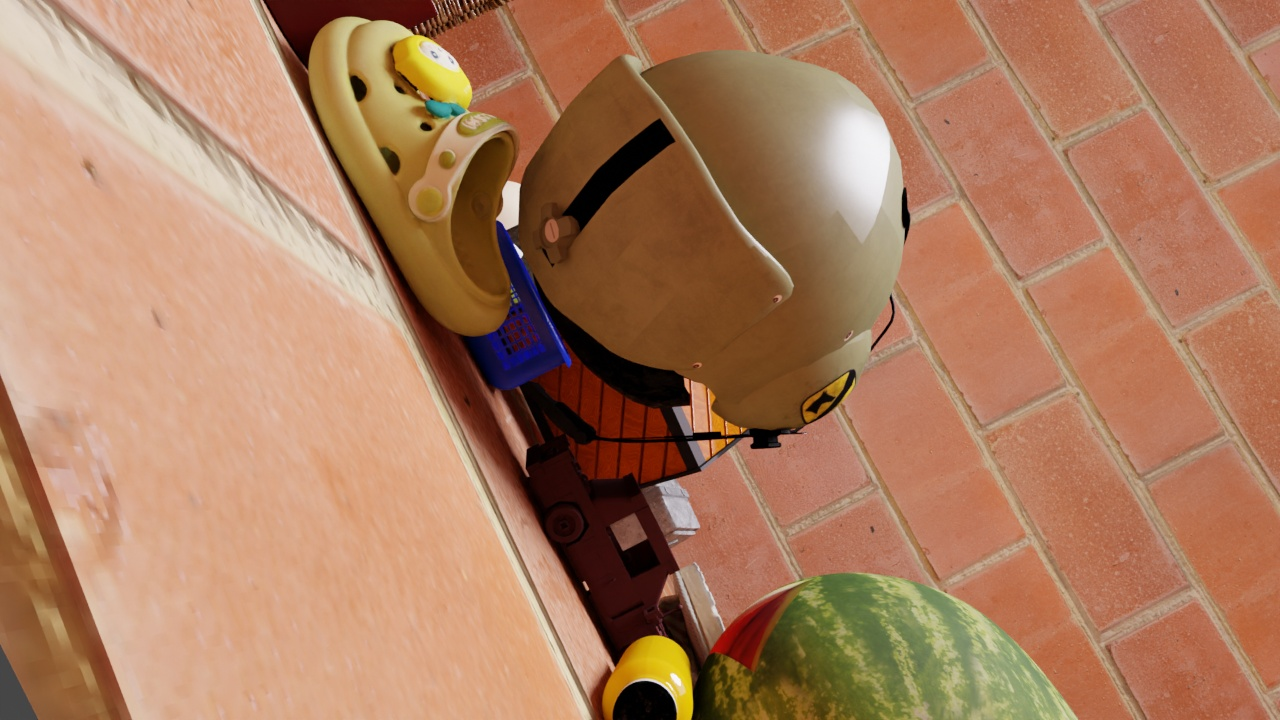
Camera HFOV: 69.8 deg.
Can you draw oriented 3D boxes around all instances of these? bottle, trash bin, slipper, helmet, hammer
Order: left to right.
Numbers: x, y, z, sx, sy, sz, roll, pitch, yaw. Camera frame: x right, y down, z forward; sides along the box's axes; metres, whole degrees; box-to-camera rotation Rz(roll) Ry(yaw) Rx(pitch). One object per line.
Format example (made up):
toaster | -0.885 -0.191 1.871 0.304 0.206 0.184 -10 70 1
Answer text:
slipper | -0.109 -0.108 0.500 0.190 0.082 0.091 66 22 1
trash bin | -0.005 0.004 0.769 0.139 0.140 0.172 -29 95 -53
bottle | 0.005 0.169 0.469 0.043 0.043 0.144 63 -3 11
helmet | 0.034 -0.073 0.570 0.250 0.255 0.233 60 -8 24
slipper | 0.046 0.262 0.687 0.115 0.052 0.263 -119 -165 -55
hammer | 0.077 0.053 0.903 0.177 0.327 0.079 62 15 20
helmet | 0.135 0.235 0.508 0.243 0.213 0.246 46 13 -12

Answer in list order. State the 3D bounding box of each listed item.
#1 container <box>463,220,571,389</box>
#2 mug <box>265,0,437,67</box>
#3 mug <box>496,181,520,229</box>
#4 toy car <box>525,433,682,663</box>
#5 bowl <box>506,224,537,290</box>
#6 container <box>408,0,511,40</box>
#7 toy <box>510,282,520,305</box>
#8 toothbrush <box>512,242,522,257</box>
container | -0.101 -0.037 0.660 0.114 0.058 0.096 64 -3 -10
mug | -0.180 -0.234 0.546 0.105 0.082 0.073 62 -3 24
mug | -0.172 -0.162 1.069 0.120 0.096 0.099 26 15 -6
toy car | -0.013 0.125 0.585 0.170 0.062 0.070 64 -2 -9
bowl | -0.127 -0.068 0.909 0.121 0.056 0.121 47 -31 40
container | -0.208 -0.376 0.798 0.249 0.183 0.162 -120 -174 -51
toy | -0.125 -0.060 0.816 0.110 0.051 0.090 64 -1 6
toothbrush | -0.175 -0.164 0.846 0.187 0.012 0.017 48 -3 -7
